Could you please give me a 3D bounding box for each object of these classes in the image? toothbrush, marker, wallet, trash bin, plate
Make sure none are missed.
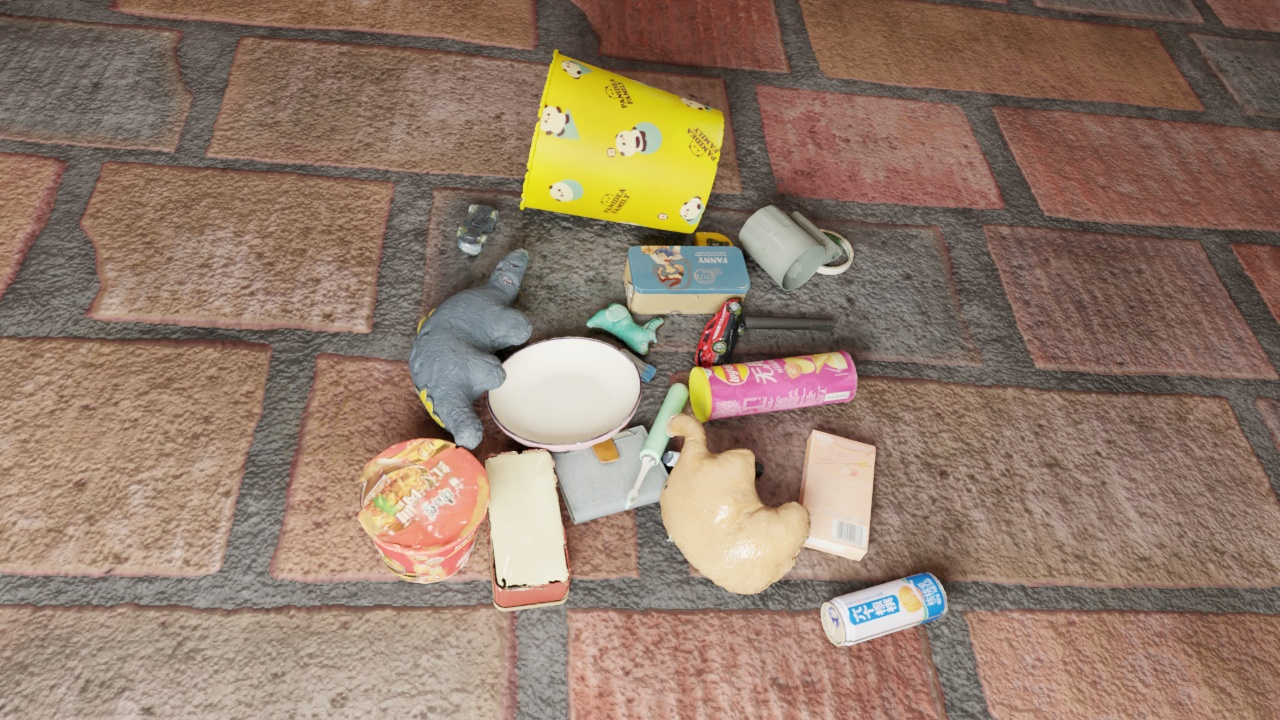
[{"bbox_3d":[0.020,0.100,1.113,0.026,0.027,0.223,26,38,1],"label":"toothbrush"},{"bbox_3d":[0.209,-0.052,1.300,0.132,0.020,0.022,2,44,-10],"label":"marker"},{"bbox_3d":[0.090,0.127,1.130,0.130,0.018,0.022,9,23,-15],"label":"marker"},{"bbox_3d":[-0.036,0.133,1.103,0.129,0.037,0.106,-12,56,-21],"label":"wallet"},{"bbox_3d":[-0.027,-0.303,1.332,0.255,0.230,0.229,13,51,-7],"label":"trash bin"},{"bbox_3d":[-0.093,0.046,1.141,0.192,0.039,0.192,-2,43,1],"label":"plate"}]

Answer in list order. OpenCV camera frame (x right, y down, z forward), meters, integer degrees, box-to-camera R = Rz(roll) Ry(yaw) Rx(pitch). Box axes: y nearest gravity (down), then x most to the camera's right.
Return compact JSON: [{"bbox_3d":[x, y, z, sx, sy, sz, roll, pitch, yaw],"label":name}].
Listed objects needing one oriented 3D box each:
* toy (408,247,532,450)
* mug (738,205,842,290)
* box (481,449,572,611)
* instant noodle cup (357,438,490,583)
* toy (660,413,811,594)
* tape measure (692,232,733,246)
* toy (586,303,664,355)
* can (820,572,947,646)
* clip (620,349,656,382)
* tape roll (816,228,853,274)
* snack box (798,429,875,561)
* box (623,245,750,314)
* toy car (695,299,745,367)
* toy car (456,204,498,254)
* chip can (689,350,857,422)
[{"bbox_3d":[-0.215,-0.019,1.142,0.138,0.091,0.355,-9,41,19],"label":"toy"},{"bbox_3d":[0.222,-0.173,1.358,0.123,0.084,0.103,-24,58,-31],"label":"mug"},{"bbox_3d":[-0.127,0.183,1.024,0.091,0.077,0.168,-4,54,-12],"label":"box"},{"bbox_3d":[-0.231,0.170,0.995,0.138,0.109,0.137,5,52,-6],"label":"instant noodle cup"},{"bbox_3d":[0.085,0.163,1.056,0.143,0.082,0.226,-42,72,-1],"label":"toy"},{"bbox_3d":[0.110,-0.167,1.365,0.057,0.029,0.060,1,53,-10],"label":"tape measure"},{"bbox_3d":[-0.014,-0.045,1.251,0.092,0.030,0.096,41,49,14],"label":"toy"},{"bbox_3d":[0.274,0.280,1.034,0.134,0.053,0.053,-10,55,-17],"label":"can"},{"bbox_3d":[-0.008,0.008,1.219,0.057,0.029,0.024,32,56,2],"label":"clip"},{"bbox_3d":[0.283,-0.167,1.405,0.086,0.014,0.085,5,52,-7],"label":"tape roll"},{"bbox_3d":[0.242,0.164,1.135,0.084,0.026,0.156,15,52,2],"label":"snack box"},{"bbox_3d":[0.069,-0.114,1.299,0.184,0.060,0.089,-4,54,-11],"label":"box"},{"bbox_3d":[0.109,-0.031,1.245,0.045,0.053,0.120,12,54,22],"label":"toy car"},{"bbox_3d":[-0.233,-0.190,1.319,0.043,0.034,0.090,11,50,2],"label":"toy car"},{"bbox_3d":[0.173,0.032,1.197,0.210,0.072,0.071,-7,54,-16],"label":"chip can"}]
